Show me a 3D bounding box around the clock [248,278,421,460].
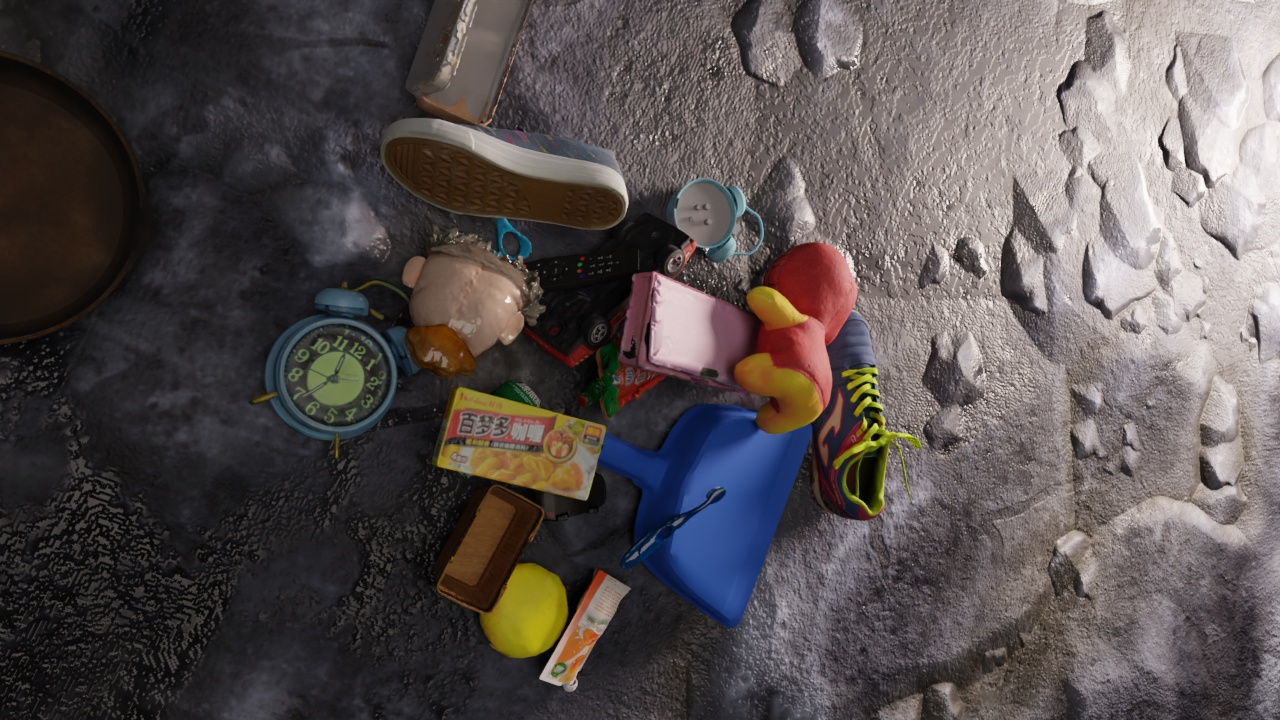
[{"bbox_3d":[-0.266,0.000,0.830,0.118,0.060,0.161,36,73,-20],"label":"clock"}]

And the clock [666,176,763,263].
[{"bbox_3d":[0.082,-0.152,0.994,0.123,0.042,0.087,16,85,-22],"label":"clock"}]

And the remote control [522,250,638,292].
[{"bbox_3d":[-0.062,-0.088,0.905,0.125,0.010,0.039,-7,53,10],"label":"remote control"}]

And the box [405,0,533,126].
[{"bbox_3d":[-0.145,-0.333,0.869,0.107,0.095,0.216,25,80,-48],"label":"box"}]

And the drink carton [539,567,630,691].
[{"bbox_3d":[-0.058,0.278,0.941,0.122,0.039,0.069,-60,145,-13],"label":"drink carton"}]

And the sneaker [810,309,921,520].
[{"bbox_3d":[0.253,0.062,1.051,0.116,0.091,0.242,-2,92,-22],"label":"sneaker"}]

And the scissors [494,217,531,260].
[{"bbox_3d":[-0.140,-0.169,0.910,0.103,0.015,0.133,-46,104,-13],"label":"scissors"}]

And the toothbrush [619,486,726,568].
[{"bbox_3d":[0.032,0.167,0.925,0.132,0.016,0.021,-35,102,-9],"label":"toothbrush"}]

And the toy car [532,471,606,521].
[{"bbox_3d":[-0.074,0.137,0.934,0.091,0.036,0.042,-5,91,-48],"label":"toy car"}]

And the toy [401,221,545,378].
[{"bbox_3d":[-0.163,-0.047,0.845,0.132,0.076,0.175,26,46,-4],"label":"toy"}]

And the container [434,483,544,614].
[{"bbox_3d":[-0.151,0.177,0.886,0.063,0.061,0.114,32,78,-22],"label":"container"}]

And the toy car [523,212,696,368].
[{"bbox_3d":[-0.029,-0.074,0.926,0.189,0.081,0.056,-45,148,-15],"label":"toy car"}]

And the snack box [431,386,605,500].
[{"bbox_3d":[-0.112,0.079,0.859,0.152,0.025,0.075,17,84,-23],"label":"snack box"}]

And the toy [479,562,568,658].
[{"bbox_3d":[-0.116,0.250,0.916,0.094,0.041,0.095,-40,106,-24],"label":"toy"}]

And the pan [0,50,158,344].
[{"bbox_3d":[-0.525,-0.062,0.717,0.248,0.043,0.356,10,88,-25],"label":"pan"}]

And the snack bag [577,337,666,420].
[{"bbox_3d":[-0.006,0.005,0.934,0.154,0.044,0.087,-36,137,-36],"label":"snack bag"}]

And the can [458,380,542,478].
[{"bbox_3d":[-0.143,0.065,0.890,0.101,0.053,0.053,-42,107,-18],"label":"can"}]

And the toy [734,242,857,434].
[{"bbox_3d":[0.170,-0.034,0.981,0.147,0.099,0.215,65,39,-51],"label":"toy"}]

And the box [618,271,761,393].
[{"bbox_3d":[0.063,-0.023,0.928,0.232,0.046,0.098,17,84,-55],"label":"box"}]

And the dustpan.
[{"bbox_3d":[0.045,0.131,0.969,0.257,0.060,0.245,29,79,-37],"label":"dustpan"}]

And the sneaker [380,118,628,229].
[{"bbox_3d":[-0.127,-0.188,0.878,0.235,0.088,0.079,11,51,-15],"label":"sneaker"}]
